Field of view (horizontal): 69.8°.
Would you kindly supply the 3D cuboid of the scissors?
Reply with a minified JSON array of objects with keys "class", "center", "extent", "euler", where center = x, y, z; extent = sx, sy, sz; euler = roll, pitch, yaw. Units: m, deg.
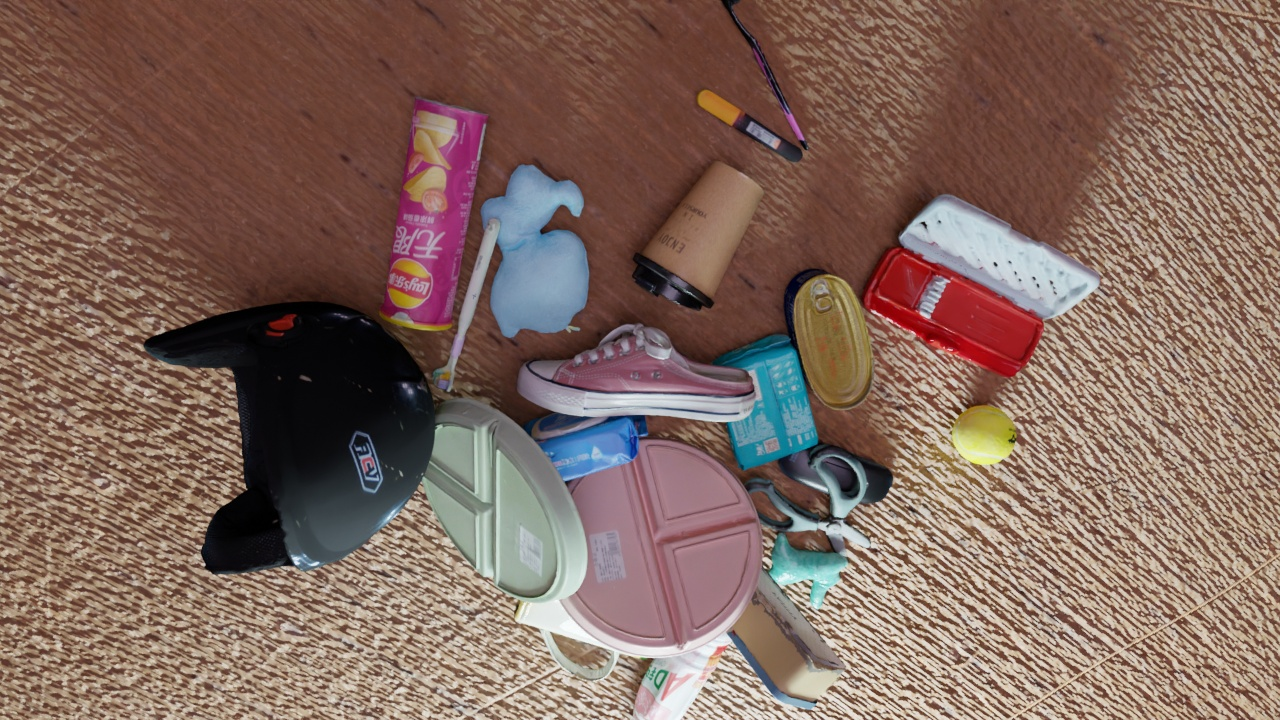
[{"class":"scissors","center":[0.207,0.153,1.007],"extent":[0.176,0.019,0.172],"euler":[30,122,-14]}]

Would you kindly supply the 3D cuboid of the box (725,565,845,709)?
[{"class":"box","center":[0.137,0.284,0.969],"extent":[0.063,0.184,0.089],"euler":[-48,135,9]}]

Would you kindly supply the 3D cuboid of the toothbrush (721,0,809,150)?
[{"class":"toothbrush","center":[0.123,-0.290,0.897],"extent":[0.017,0.014,0.189],"euler":[-35,107,-8]}]

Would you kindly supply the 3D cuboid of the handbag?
[{"class":"handbag","center":[-0.058,0.281,1.024],"extent":[0.163,0.063,0.179],"euler":[20,117,-11]}]

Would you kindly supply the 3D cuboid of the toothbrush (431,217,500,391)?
[{"class":"toothbrush","center":[-0.172,-0.054,0.914],"extent":[0.029,0.020,0.190],"euler":[35,115,27]}]

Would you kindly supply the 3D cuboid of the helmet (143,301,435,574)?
[{"class":"helmet","center":[-0.297,0.061,0.826],"extent":[0.229,0.275,0.234],"euler":[-18,115,-28]}]

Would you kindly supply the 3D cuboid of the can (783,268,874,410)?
[{"class":"can","center":[0.197,-0.023,0.960],"extent":[0.074,0.049,0.148],"euler":[-19,107,-1]}]

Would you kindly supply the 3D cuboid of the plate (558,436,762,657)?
[{"class":"plate","center":[0.015,0.186,0.946],"extent":[0.229,0.028,0.229],"euler":[1,70,-3]}]

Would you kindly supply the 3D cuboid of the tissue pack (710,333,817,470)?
[{"class":"tissue pack","center":[0.131,0.047,0.973],"extent":[0.093,0.050,0.133],"euler":[-18,107,-2]}]

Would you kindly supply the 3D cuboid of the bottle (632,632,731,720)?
[{"class":"bottle","center":[0.039,0.363,1.048],"extent":[0.068,0.068,0.197],"euler":[23,107,-12]}]

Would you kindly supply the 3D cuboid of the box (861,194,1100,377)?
[{"class":"box","center":[0.349,-0.077,0.955],"extent":[0.201,0.063,0.161],"euler":[24,121,-11]}]

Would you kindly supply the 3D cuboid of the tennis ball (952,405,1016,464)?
[{"class":"tennis ball","center":[0.374,0.081,0.999],"extent":[0.065,0.065,0.065],"euler":[-1,106,-6]}]

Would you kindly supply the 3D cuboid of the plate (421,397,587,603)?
[{"class":"plate","center":[-0.144,0.144,0.903],"extent":[0.027,0.231,0.230],"euler":[-33,112,-40]}]

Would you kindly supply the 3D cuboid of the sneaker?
[{"class":"sneaker","center":[-0.005,0.005,0.909],"extent":[0.241,0.118,0.088],"euler":[4,108,12]}]

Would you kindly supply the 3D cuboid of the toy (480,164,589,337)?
[{"class":"toy","center":[-0.101,-0.098,0.907],"extent":[0.162,0.049,0.156],"euler":[-41,92,19]}]

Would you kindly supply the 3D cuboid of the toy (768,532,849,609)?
[{"class":"toy","center":[0.190,0.241,1.045],"extent":[0.092,0.030,0.096],"euler":[5,111,-5]}]

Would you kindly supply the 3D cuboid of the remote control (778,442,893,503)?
[{"class":"remote control","center":[0.219,0.126,1.018],"extent":[0.136,0.024,0.053],"euler":[18,103,-10]}]

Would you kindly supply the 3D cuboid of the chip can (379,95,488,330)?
[{"class":"chip can","center":[-0.198,-0.139,0.877],"extent":[0.071,0.071,0.211],"euler":[11,104,-9]}]

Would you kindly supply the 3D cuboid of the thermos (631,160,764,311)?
[{"class":"thermos","center":[0.058,-0.120,0.902],"extent":[0.093,0.093,0.143],"euler":[31,93,-13]}]

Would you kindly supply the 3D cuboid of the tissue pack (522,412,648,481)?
[{"class":"tissue pack","center":[-0.069,0.082,0.941],"extent":[0.157,0.095,0.052],"euler":[-17,105,1]}]

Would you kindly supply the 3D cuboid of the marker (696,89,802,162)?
[{"class":"marker","center":[0.109,-0.232,0.911],"extent":[0.124,0.015,0.018],"euler":[28,103,-15]}]
